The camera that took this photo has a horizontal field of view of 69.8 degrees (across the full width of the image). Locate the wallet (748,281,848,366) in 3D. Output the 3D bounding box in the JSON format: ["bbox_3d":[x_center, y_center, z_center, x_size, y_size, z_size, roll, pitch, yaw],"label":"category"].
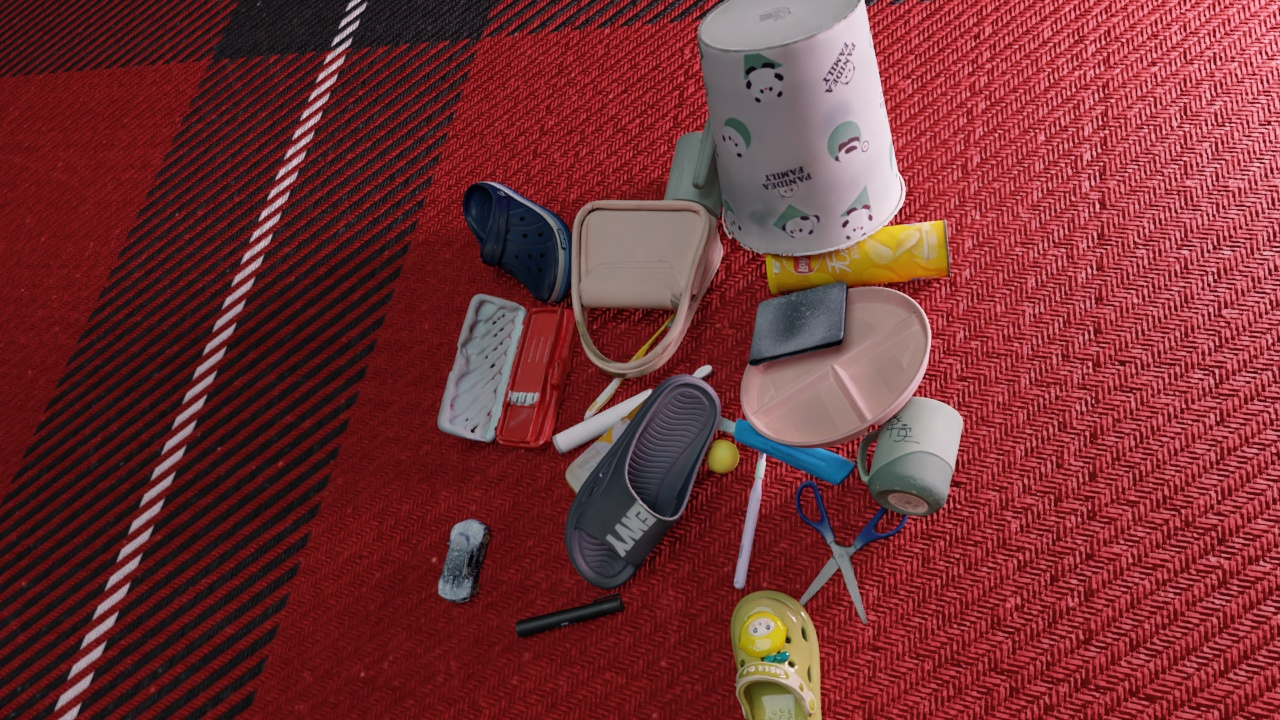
[{"bbox_3d":[0.189,-0.043,1.094,0.121,0.019,0.097,-15,43,31],"label":"wallet"}]

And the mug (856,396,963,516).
[{"bbox_3d":[0.282,0.106,0.987,0.112,0.082,0.106,-8,52,46],"label":"mug"}]

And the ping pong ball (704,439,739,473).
[{"bbox_3d":[0.096,0.113,1.079,0.040,0.040,0.040,-8,63,17],"label":"ping pong ball"}]

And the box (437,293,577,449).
[{"bbox_3d":[-0.173,0.015,1.218,0.161,0.060,0.200,9,69,7],"label":"box"}]

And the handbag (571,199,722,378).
[{"bbox_3d":[-0.004,-0.090,1.186,0.194,0.093,0.233,2,69,23],"label":"handbag"}]

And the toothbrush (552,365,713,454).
[{"bbox_3d":[-0.009,0.059,1.153,0.221,0.026,0.026,-27,70,7],"label":"toothbrush"}]

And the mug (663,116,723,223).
[{"bbox_3d":[0.079,-0.246,1.212,0.083,0.124,0.103,14,72,1],"label":"mug"}]

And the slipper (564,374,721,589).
[{"bbox_3d":[0.004,0.138,1.037,0.110,0.083,0.268,31,90,-8],"label":"slipper"}]

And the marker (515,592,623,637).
[{"bbox_3d":[-0.084,0.298,1.071,0.132,0.020,0.022,-18,72,12],"label":"marker"}]

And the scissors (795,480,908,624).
[{"bbox_3d":[0.222,0.200,1.007,0.176,0.012,0.162,-39,59,-1],"label":"scissors"}]

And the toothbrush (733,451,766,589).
[{"bbox_3d":[0.128,0.168,1.052,0.029,0.021,0.188,-13,58,47],"label":"toothbrush"}]

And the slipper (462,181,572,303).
[{"bbox_3d":[-0.183,-0.176,1.275,0.253,0.095,0.105,45,129,34],"label":"slipper"}]

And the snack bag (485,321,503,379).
[{"bbox_3d":[-0.206,-0.006,1.259,0.045,0.026,0.105,5,65,26],"label":"snack bag"}]

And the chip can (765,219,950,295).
[{"bbox_3d":[0.262,-0.124,1.113,0.214,0.072,0.072,-5,64,18],"label":"chip can"}]

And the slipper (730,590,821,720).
[{"bbox_3d":[0.139,0.328,0.939,0.092,0.081,0.190,-11,65,13],"label":"slipper"}]

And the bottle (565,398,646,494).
[{"bbox_3d":[-0.004,0.098,1.108,0.189,0.068,0.068,-42,59,-2],"label":"bottle"}]

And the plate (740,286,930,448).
[{"bbox_3d":[0.221,0.008,1.044,0.230,0.028,0.229,-26,37,21],"label":"plate"}]

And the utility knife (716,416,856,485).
[{"bbox_3d":[0.152,0.095,1.057,0.191,0.018,0.034,22,72,21],"label":"utility knife"}]

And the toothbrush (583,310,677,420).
[{"bbox_3d":[-0.007,0.007,1.184,0.018,0.016,0.191,38,82,22],"label":"toothbrush"}]

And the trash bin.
[{"bbox_3d":[0.184,-0.290,1.078,0.230,0.252,0.229,-11,40,10],"label":"trash bin"}]

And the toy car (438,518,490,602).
[{"bbox_3d":[-0.221,0.247,1.141,0.049,0.031,0.105,1,66,20],"label":"toy car"}]
